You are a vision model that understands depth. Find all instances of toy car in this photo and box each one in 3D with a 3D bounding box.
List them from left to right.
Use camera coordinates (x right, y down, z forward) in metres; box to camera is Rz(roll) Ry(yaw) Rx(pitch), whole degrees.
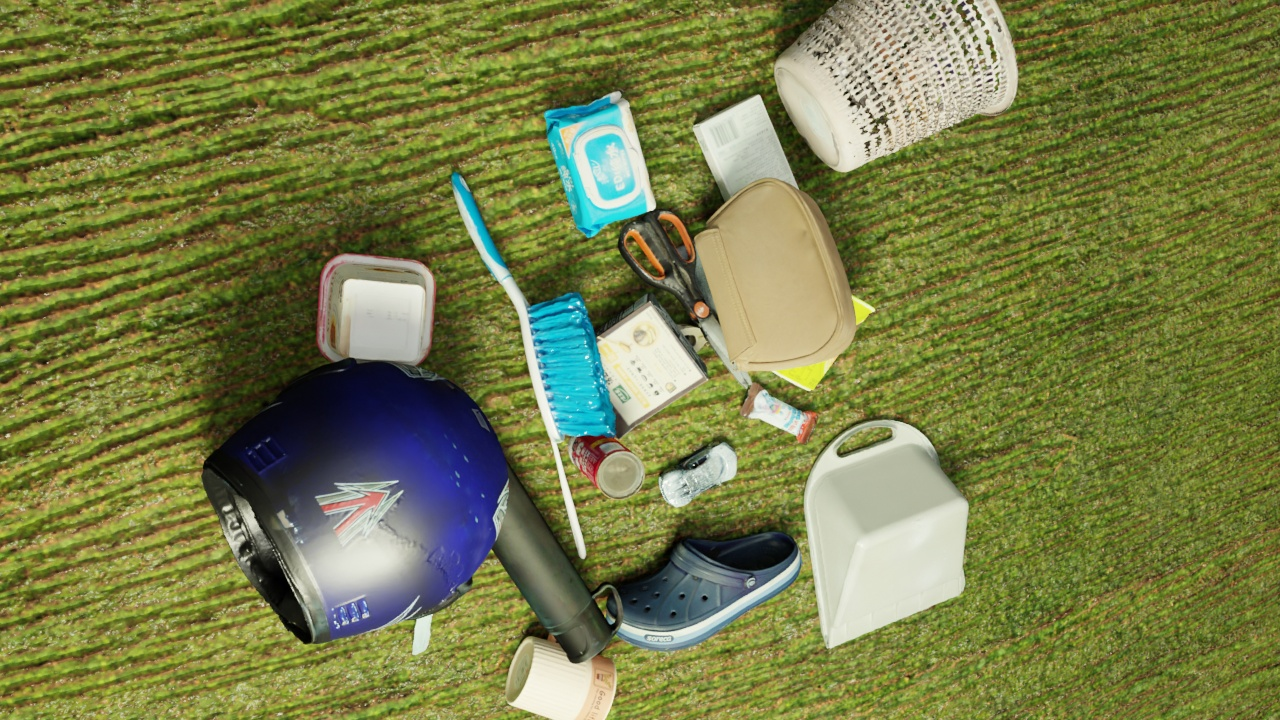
[{"bbox_3d":[0.073,0.137,1.108,0.105,0.031,0.049,-29,107,-13],"label":"toy car"}]

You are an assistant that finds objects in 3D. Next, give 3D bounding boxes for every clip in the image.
[{"bbox_3d":[0.070,-0.029,1.075,0.100,0.074,0.035,-15,103,-14],"label":"clip"}]

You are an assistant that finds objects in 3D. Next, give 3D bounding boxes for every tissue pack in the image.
[{"bbox_3d":[-0.043,-0.212,0.997,0.090,0.063,0.140,-20,105,-14],"label":"tissue pack"}]

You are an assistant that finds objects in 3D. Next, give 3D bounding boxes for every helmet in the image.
[{"bbox_3d":[-0.258,0.125,0.876,0.239,0.316,0.247,-29,94,-32],"label":"helmet"}]

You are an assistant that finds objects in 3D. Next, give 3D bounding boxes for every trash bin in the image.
[{"bbox_3d":[0.266,-0.321,1.017,0.192,0.227,0.227,-33,108,2],"label":"trash bin"}]

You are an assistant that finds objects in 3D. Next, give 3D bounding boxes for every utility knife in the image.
[{"bbox_3d":[-0.235,0.225,1.030,0.029,0.013,0.219,8,94,-21],"label":"utility knife"}]

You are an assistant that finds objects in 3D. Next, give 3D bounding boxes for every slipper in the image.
[{"bbox_3d":[0.079,0.258,1.089,0.252,0.105,0.095,-18,110,-17],"label":"slipper"}]

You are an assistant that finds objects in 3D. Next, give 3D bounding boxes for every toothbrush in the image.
[{"bbox_3d":[-0.084,0.147,1.067,0.016,0.016,0.180,-16,103,-20],"label":"toothbrush"}]

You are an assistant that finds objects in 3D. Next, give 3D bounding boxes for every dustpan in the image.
[{"bbox_3d":[0.316,0.216,1.214,0.222,0.142,0.258,-16,133,-15],"label":"dustpan"}]

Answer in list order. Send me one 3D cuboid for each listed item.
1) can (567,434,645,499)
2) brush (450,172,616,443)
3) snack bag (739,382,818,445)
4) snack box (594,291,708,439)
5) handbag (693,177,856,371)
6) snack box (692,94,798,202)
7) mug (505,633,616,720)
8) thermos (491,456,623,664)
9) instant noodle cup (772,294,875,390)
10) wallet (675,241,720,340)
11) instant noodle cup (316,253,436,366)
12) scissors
[{"bbox_3d":[-0.041,0.110,1.012,0.053,0.133,0.053,-3,99,-18],"label":"can"},{"bbox_3d":[-0.113,-0.058,0.977,0.109,0.060,0.314,-13,96,11],"label":"brush"},{"bbox_3d":[0.172,0.066,1.132,0.105,0.026,0.045,25,93,-18],"label":"snack bag"},{"bbox_3d":[-0.006,0.006,1.034,0.126,0.053,0.113,-33,105,15],"label":"snack box"},{"bbox_3d":[0.148,-0.088,1.002,0.148,0.099,0.204,-22,76,26],"label":"handbag"},{"bbox_3d":[0.130,-0.220,1.072,0.084,0.027,0.157,-30,107,-12],"label":"snack box"},{"bbox_3d":[-0.089,0.360,1.071,0.106,0.082,0.114,24,64,-19],"label":"mug"},{"bbox_3d":[-0.108,0.215,1.023,0.090,0.068,0.242,-34,99,-13],"label":"thermos"},{"bbox_3d":[0.198,-0.034,1.089,0.111,0.111,0.123,26,98,-20],"label":"instant noodle cup"},{"bbox_3d":[0.094,-0.089,1.063,0.097,0.019,0.121,-24,79,-12],"label":"wallet"},{"bbox_3d":[-0.262,-0.045,0.919,0.116,0.124,0.116,4,97,-19],"label":"instant noodle cup"},{"bbox_3d":[0.071,-0.075,1.034,0.235,0.022,0.138,39,61,-7],"label":"scissors"}]
